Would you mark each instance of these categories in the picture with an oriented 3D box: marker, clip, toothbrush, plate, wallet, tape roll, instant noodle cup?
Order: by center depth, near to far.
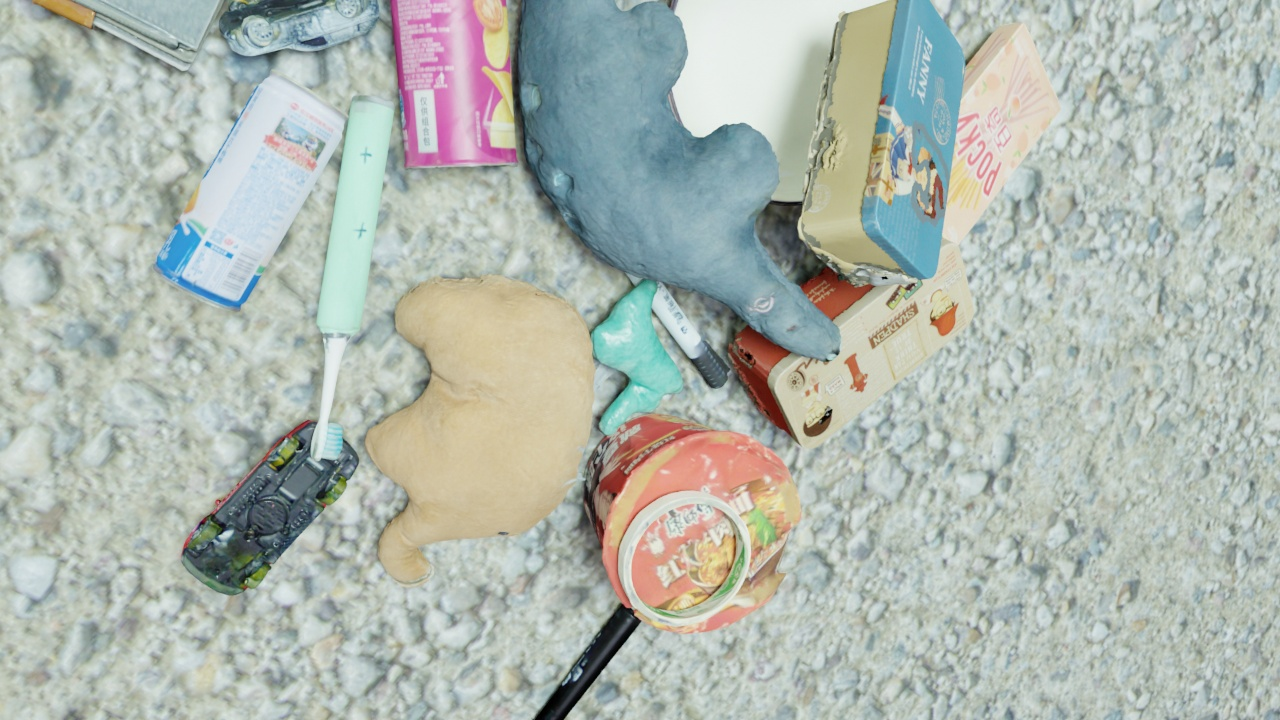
[{"bbox_3d":[-0.288,-0.231,0.493,0.129,0.037,0.106,25,82,-23],"label":"wallet"},{"bbox_3d":[-0.179,-0.050,0.558,0.027,0.026,0.224,9,89,-41],"label":"toothbrush"},{"bbox_3d":[0.028,0.124,0.574,0.085,0.014,0.086,-4,103,-18],"label":"tape roll"},{"bbox_3d":[0.100,-0.205,0.634,0.192,0.039,0.192,-4,103,-19],"label":"plate"},{"bbox_3d":[0.024,0.101,0.635,0.137,0.108,0.138,-4,103,-19],"label":"instant noodle cup"},{"bbox_3d":[-0.036,0.011,0.644,0.057,0.029,0.024,-44,117,-12],"label":"clip"},{"bbox_3d":[0.024,-0.032,0.657,0.131,0.018,0.022,54,56,-21],"label":"marker"},{"bbox_3d":[-0.045,0.241,0.689,0.022,0.020,0.132,38,88,-21],"label":"marker"}]

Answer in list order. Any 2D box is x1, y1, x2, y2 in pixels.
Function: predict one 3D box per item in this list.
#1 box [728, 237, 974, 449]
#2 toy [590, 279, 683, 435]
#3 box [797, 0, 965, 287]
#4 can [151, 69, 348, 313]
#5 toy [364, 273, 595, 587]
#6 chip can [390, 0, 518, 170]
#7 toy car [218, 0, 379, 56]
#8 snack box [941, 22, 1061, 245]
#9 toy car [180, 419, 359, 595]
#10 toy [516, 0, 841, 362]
[{"bbox_3d":[0.151,-0.023,0.674,0.168,0.077,0.091,-37,130,-7],"label":"box"},{"bbox_3d":[-0.004,0.004,0.638,0.096,0.030,0.092,-47,127,-14],"label":"toy"},{"bbox_3d":[0.155,-0.143,0.578,0.089,0.060,0.184,25,73,-45],"label":"box"},{"bbox_3d":[-0.225,-0.098,0.534,0.053,0.053,0.134,30,90,-23],"label":"can"},{"bbox_3d":[-0.105,0.056,0.599,0.143,0.082,0.226,16,98,2],"label":"toy"},{"bbox_3d":[-0.113,-0.220,0.539,0.071,0.071,0.211,-7,104,-18],"label":"chip can"},{"bbox_3d":[-0.196,-0.199,0.531,0.090,0.043,0.034,-25,142,-18],"label":"toy car"},{"bbox_3d":[0.249,-0.165,0.684,0.157,0.026,0.084,-51,122,-13],"label":"snack box"},{"bbox_3d":[-0.231,0.091,0.577,0.120,0.045,0.053,-48,111,-11],"label":"toy car"},{"bbox_3d":[0.003,-0.131,0.574,0.138,0.091,0.356,-30,101,15],"label":"toy"}]
